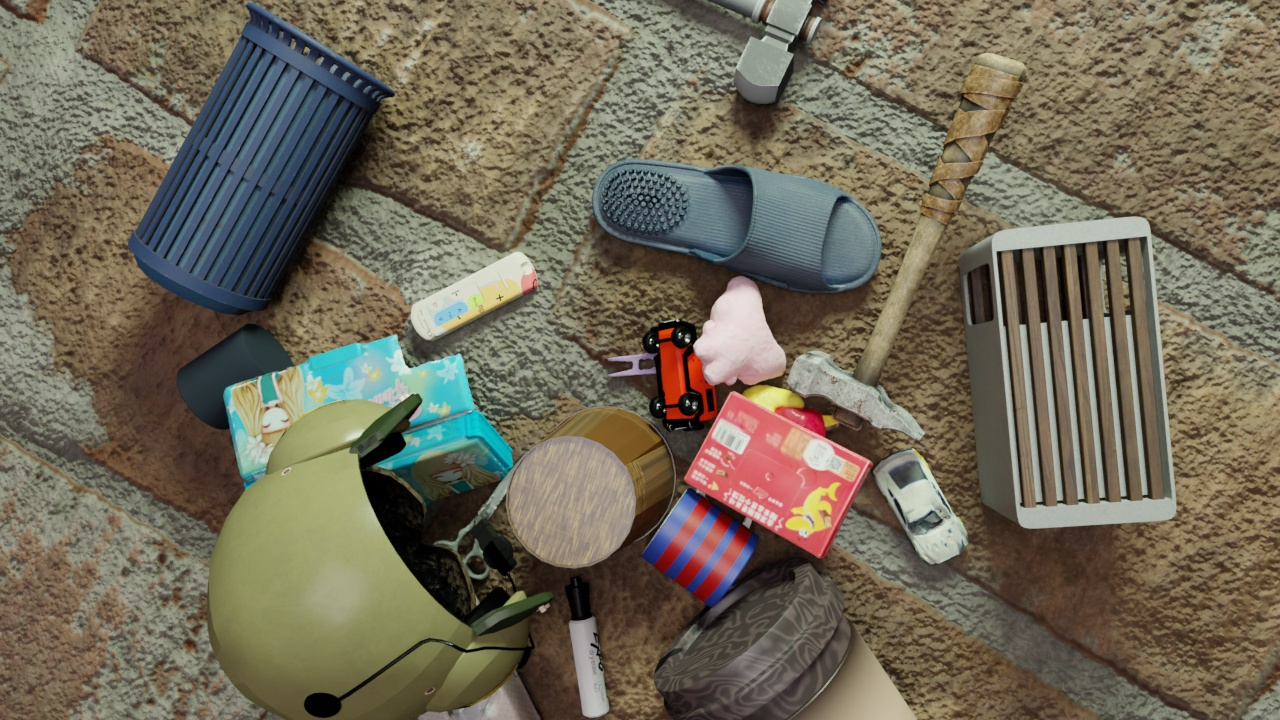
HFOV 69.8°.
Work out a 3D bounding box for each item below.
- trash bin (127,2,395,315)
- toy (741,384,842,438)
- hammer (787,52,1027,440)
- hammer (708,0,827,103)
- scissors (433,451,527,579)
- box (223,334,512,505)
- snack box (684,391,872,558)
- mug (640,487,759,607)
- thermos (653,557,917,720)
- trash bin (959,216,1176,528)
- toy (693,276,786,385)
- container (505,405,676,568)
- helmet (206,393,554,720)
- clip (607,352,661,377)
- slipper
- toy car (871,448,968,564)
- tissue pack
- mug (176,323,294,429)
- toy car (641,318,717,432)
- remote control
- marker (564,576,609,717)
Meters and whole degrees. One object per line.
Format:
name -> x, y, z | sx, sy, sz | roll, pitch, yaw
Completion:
trash bin -> -0.346, -0.173, 0.830 | 0.139, 0.139, 0.249 | 32, 95, 6
toy -> 0.132, 0.082, 0.809 | 0.105, 0.067, 0.137 | -34, 73, 3
hammer -> 0.231, -0.089, 0.753 | 0.121, 0.048, 0.319 | 25, 106, 20
hammer -> 0.012, -0.360, 0.834 | 0.322, 0.043, 0.156 | 26, 93, 9
scissors -> -0.156, 0.144, 0.849 | 0.090, 0.014, 0.172 | 15, 108, 3
box -> -0.246, 0.076, 0.820 | 0.227, 0.083, 0.172 | -17, 115, 6
snack box -> 0.113, 0.094, 0.768 | 0.133, 0.021, 0.089 | 28, 89, 24
mug -> 0.063, 0.150, 0.813 | 0.076, 0.075, 0.111 | 35, 67, 6
thermos -> 0.143, 0.302, 0.755 | 0.173, 0.172, 0.226 | -38, 91, 5
trash bin -> 0.341, 0.010, 0.749 | 0.114, 0.114, 0.229 | -5, 89, 7
toy -> 0.082, -0.015, 0.796 | 0.095, 0.053, 0.099 | -33, 105, -36
container -> -0.042, 0.107, 0.772 | 0.132, 0.167, 0.132 | 0, 90, 7
helmet -> -0.205, 0.162, 0.706 | 0.233, 0.255, 0.250 | -35, 87, 4
clip -> -0.005, 0.001, 0.847 | 0.053, 0.013, 0.037 | 10, 91, 5
slipper -> 0.082, -0.128, 0.801 | 0.264, 0.082, 0.101 | 14, 89, 8
toy car -> 0.246, 0.129, 0.804 | 0.048, 0.033, 0.105 | -30, 87, 5
tissue pack -> -0.170, 0.282, 0.837 | 0.104, 0.071, 0.181 | -27, 85, 14
mug -> -0.371, 0.029, 0.870 | 0.077, 0.071, 0.105 | -32, 107, 6
toy car -> 0.038, 0.014, 0.820 | 0.048, 0.051, 0.100 | -4, 87, -37
remote control -> -0.157, -0.060, 0.864 | 0.125, 0.018, 0.038 | -27, 86, 5
marker -> -0.050, 0.262, 0.845 | 0.025, 0.025, 0.126 | -9, 89, 7
